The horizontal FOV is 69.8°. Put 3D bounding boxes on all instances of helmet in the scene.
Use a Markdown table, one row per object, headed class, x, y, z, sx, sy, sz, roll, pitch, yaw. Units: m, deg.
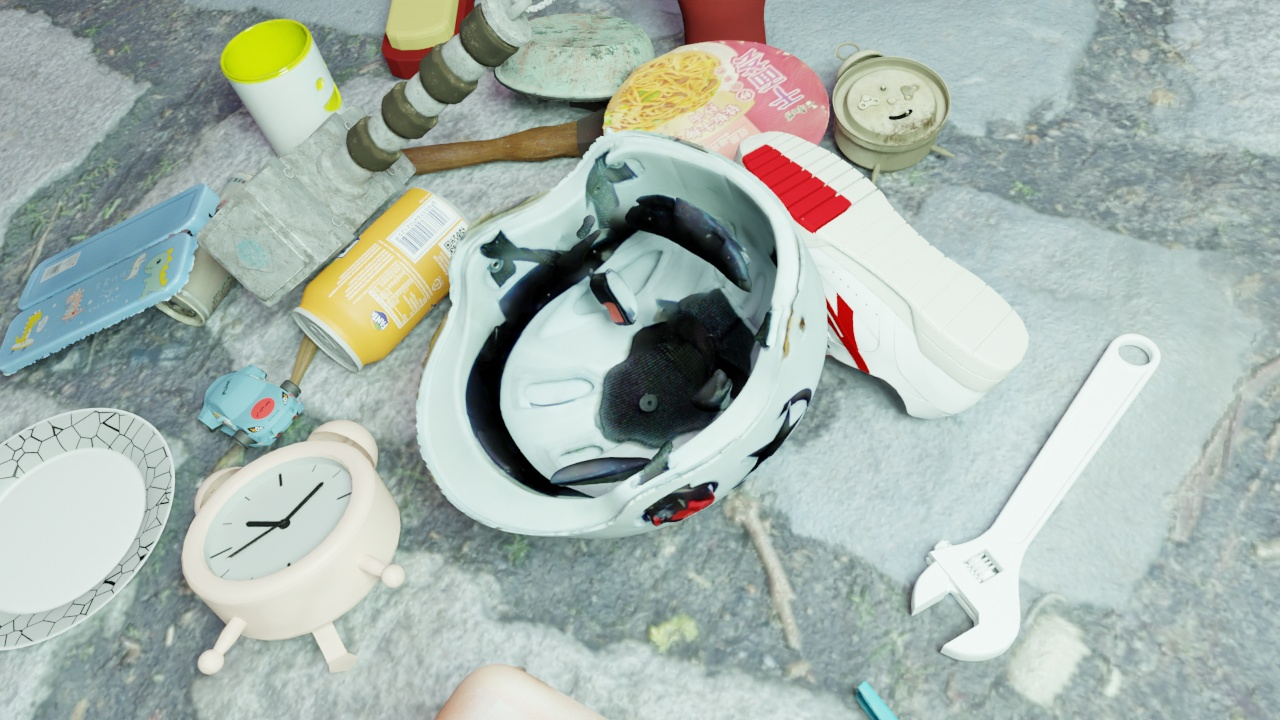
| class | x | y | z | sx | sy | sz | roll | pitch | yaw |
| --- | --- | --- | --- | --- | --- | --- | --- | --- | --- |
| helmet | -0.004 | 0.003 | 0.593 | 0.264 | 0.163 | 0.236 | -45 | 57 | 2 |

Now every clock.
| class | x | y | z | sx | sy | sz | roll | pitch | yaw |
| --- | --- | --- | --- | --- | --- | --- | --- | --- | --- |
| clock | -0.227 | 0.122 | 0.615 | 0.131 | 0.086 | 0.160 | -25 | 47 | -7 |
| clock | 0.199 | -0.216 | 0.772 | 0.093 | 0.055 | 0.140 | -19 | 63 | -3 |

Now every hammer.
| class | x | y | z | sx | sy | sz | roll | pitch | yaw |
| --- | --- | --- | --- | --- | --- | --- | --- | --- | --- |
| hammer | -0.174 | -0.176 | 0.667 | 0.327 | 0.079 | 0.176 | -30 | 22 | 31 |
| hammer | -0.164 | -0.187 | 0.828 | 0.323 | 0.033 | 0.115 | -7 | 58 | 6 |

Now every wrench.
| class | x | y | z | sx | sy | sz | roll | pitch | yaw |
| --- | --- | --- | --- | --- | --- | --- | --- | --- | --- |
| wrench | 0.263 | 0.077 | 0.590 | 0.066 | 0.018 | 0.272 | 33 | 66 | 26 |

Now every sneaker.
| class | x | y | z | sx | sy | sz | roll | pitch | yaw |
| --- | --- | --- | --- | --- | --- | --- | --- | --- | --- |
| sneaker | 0.141 | -0.051 | 0.636 | 0.236 | 0.105 | 0.090 | 43 | 48 | 14 |

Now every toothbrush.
| class | x | y | z | sx | sy | sz | roll | pitch | yaw |
| --- | --- | --- | --- | --- | --- | --- | --- | --- | --- |
| toothbrush | -0.266 | -0.014 | 0.739 | 0.016 | 0.016 | 0.166 | 4 | 57 | 13 |

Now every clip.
| class | x | y | z | sx | sy | sz | roll | pitch | yaw |
| --- | --- | --- | --- | --- | --- | --- | --- | --- | --- |
| clip | 0.161 | 0.231 | 0.502 | 0.120 | 0.027 | 0.103 | 29 | 68 | 25 |

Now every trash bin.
| class | x | y | z | sx | sy | sz | roll | pitch | yaw |
| --- | --- | --- | --- | --- | --- | --- | --- | --- | --- |
| trash bin | 0.002 | 0.271 | 0.409 | 0.260 | 0.182 | 0.157 | 22 | 61 | 23 |

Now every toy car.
| class | x | y | z | sx | sy | sz | roll | pitch | yaw |
| --- | --- | --- | --- | --- | --- | --- | --- | --- | --- |
| toy car | -0.295 | 0.030 | 0.684 | 0.108 | 0.027 | 0.060 | 13 | 57 | 43 |

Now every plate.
| class | x | y | z | sx | sy | sz | roll | pitch | yaw |
| --- | --- | --- | --- | --- | --- | --- | --- | --- | --- |
| plate | -0.431 | 0.121 | 0.676 | 0.189 | 0.016 | 0.188 | -4 | 56 | 7 |

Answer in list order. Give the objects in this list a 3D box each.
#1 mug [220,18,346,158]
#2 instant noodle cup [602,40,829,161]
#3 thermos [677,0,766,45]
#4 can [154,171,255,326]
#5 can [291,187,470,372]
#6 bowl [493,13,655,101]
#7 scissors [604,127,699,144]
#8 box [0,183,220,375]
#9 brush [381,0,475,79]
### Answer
| class | x | y | z | sx | sy | sz | roll | pitch | yaw |
| --- | --- | --- | --- | --- | --- | --- | --- | --- | --- |
| mug | -0.322 | -0.244 | 0.845 | 0.082 | 0.106 | 0.082 | -4 | 57 | 6 |
| instant noodle cup | 0.064 | -0.174 | 0.753 | 0.179 | 0.078 | 0.178 | -5 | 56 | 8 |
| thermos | 0.069 | -0.339 | 0.786 | 0.084 | 0.199 | 0.107 | -2 | 56 | 8 |
| can | -0.361 | -0.098 | 0.786 | 0.054 | 0.054 | 0.135 | 14 | 60 | 18 |
| can | -0.197 | -0.064 | 0.722 | 0.079 | 0.079 | 0.142 | 29 | 66 | 25 |
| bowl | -0.055 | -0.280 | 0.831 | 0.157 | 0.039 | 0.157 | 1 | 36 | -1 |
| scissors | -0.012 | -0.088 | 0.698 | 0.173 | 0.013 | 0.170 | -18 | 97 | 25 |
| box | -0.443 | -0.069 | 0.759 | 0.209 | 0.021 | 0.125 | -20 | 46 | 18 |
| brush | -0.218 | -0.363 | 0.945 | 0.082 | 0.042 | 0.173 | -5 | 56 | 6 |
